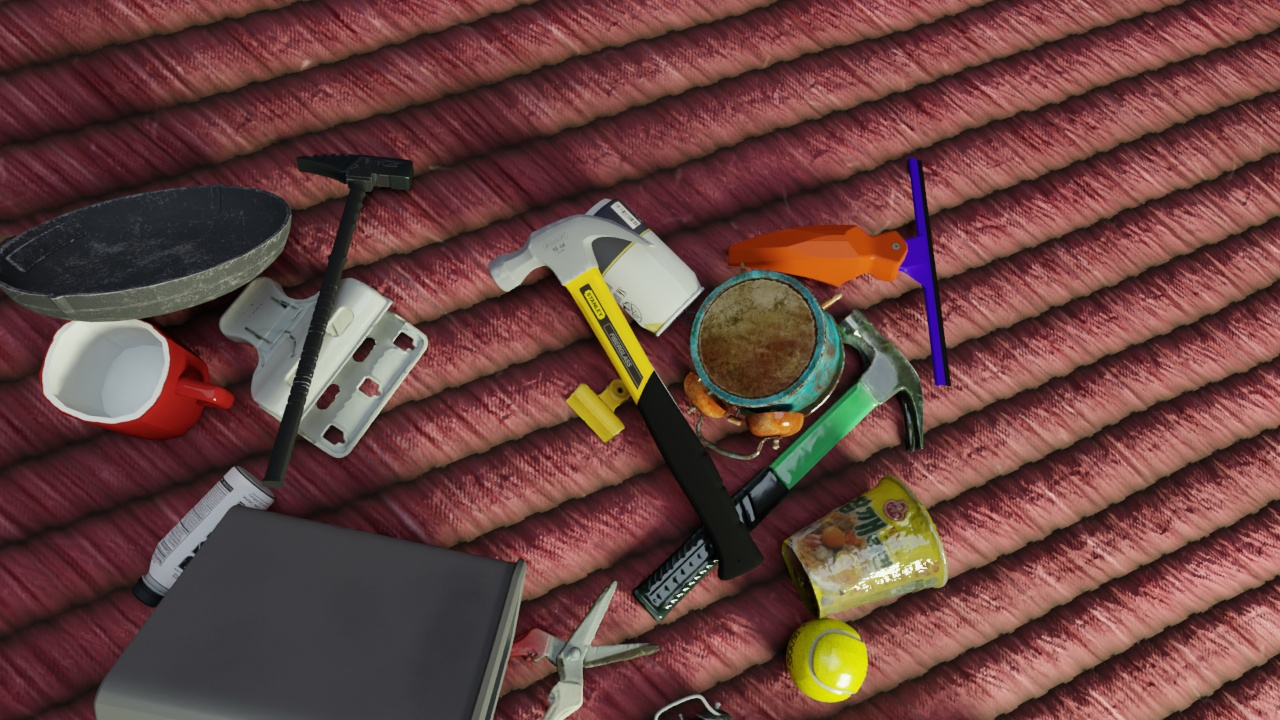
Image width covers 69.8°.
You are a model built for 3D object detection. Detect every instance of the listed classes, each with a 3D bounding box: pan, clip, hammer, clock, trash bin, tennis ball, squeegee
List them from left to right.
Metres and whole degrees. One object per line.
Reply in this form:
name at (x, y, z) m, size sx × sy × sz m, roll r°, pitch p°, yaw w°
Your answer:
pan at (-0.438, -0.082, 0.692) m, size 0.357 × 0.207 × 0.040 m, roll 1°, pitch 121°, yaw 9°
clip at (-0.260, -0.013, 0.724) m, size 0.150 × 0.110 × 0.126 m, roll 37°, pitch 72°, yaw -11°
hammer at (-0.243, -0.047, 0.688) m, size 0.095 × 0.015 × 0.324 m, roll 5°, pitch 51°, yaw -6°
trash bin at (-0.206, 0.206, 0.624) m, size 0.220 × 0.191 × 0.098 m, roll 12°, pitch 120°, yaw -1°
clip at (-0.030, 0.036, 0.778) m, size 0.048 × 0.046 × 0.054 m, roll -44°, pitch 87°, yaw 10°
hammer at (0.007, 0.028, 0.742) m, size 0.127 × 0.029 × 0.323 m, roll -30°, pitch 89°, yaw 13°
clock at (0.048, 0.325, 0.724) m, size 0.091 × 0.044 × 0.122 m, roll -20°, pitch 83°, yaw -13°
clock at (0.100, 0.006, 0.769) m, size 0.121 × 0.073 × 0.157 m, roll 21°, pitch 87°, yaw 27°
hammer at (0.120, 0.102, 0.789) m, size 0.318 × 0.032 × 0.130 m, roll -41°, pitch 88°, yaw -14°
tennis ball at (0.151, 0.243, 0.747) m, size 0.065 × 0.065 × 0.065 m, roll 2°, pitch 79°, yaw -9°
squeegee at (0.171, -0.094, 0.817) m, size 0.185 × 0.055 × 0.249 m, roll 1°, pitch 59°, yaw 5°

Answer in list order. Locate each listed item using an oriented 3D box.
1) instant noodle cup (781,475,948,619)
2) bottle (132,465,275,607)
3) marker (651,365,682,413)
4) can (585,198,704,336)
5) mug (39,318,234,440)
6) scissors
instant noodle cup at (0.180, 0.159, 0.757) m, size 0.108 × 0.102 × 0.102 m, roll -21°, pitch 83°, yaw -8°
bottle at (-0.335, 0.136, 0.699) m, size 0.041 × 0.041 × 0.116 m, roll 41°, pitch 75°, yaw 0°
marker at (-0.005, 0.005, 0.788) m, size 0.023 × 0.027 × 0.133 m, roll -34°, pitch 85°, yaw 23°
can at (-0.001, -0.076, 0.785) m, size 0.127 × 0.064 × 0.064 m, roll 45°, pitch 75°, yaw 1°
mug at (-0.365, 0.018, 0.688) m, size 0.116 × 0.097 × 0.080 m, roll 15°, pitch 77°, yaw -7°
scissors at (-0.082, 0.260, 0.715) m, size 0.199 × 0.015 × 0.179 m, roll 1°, pitch 60°, yaw -4°
